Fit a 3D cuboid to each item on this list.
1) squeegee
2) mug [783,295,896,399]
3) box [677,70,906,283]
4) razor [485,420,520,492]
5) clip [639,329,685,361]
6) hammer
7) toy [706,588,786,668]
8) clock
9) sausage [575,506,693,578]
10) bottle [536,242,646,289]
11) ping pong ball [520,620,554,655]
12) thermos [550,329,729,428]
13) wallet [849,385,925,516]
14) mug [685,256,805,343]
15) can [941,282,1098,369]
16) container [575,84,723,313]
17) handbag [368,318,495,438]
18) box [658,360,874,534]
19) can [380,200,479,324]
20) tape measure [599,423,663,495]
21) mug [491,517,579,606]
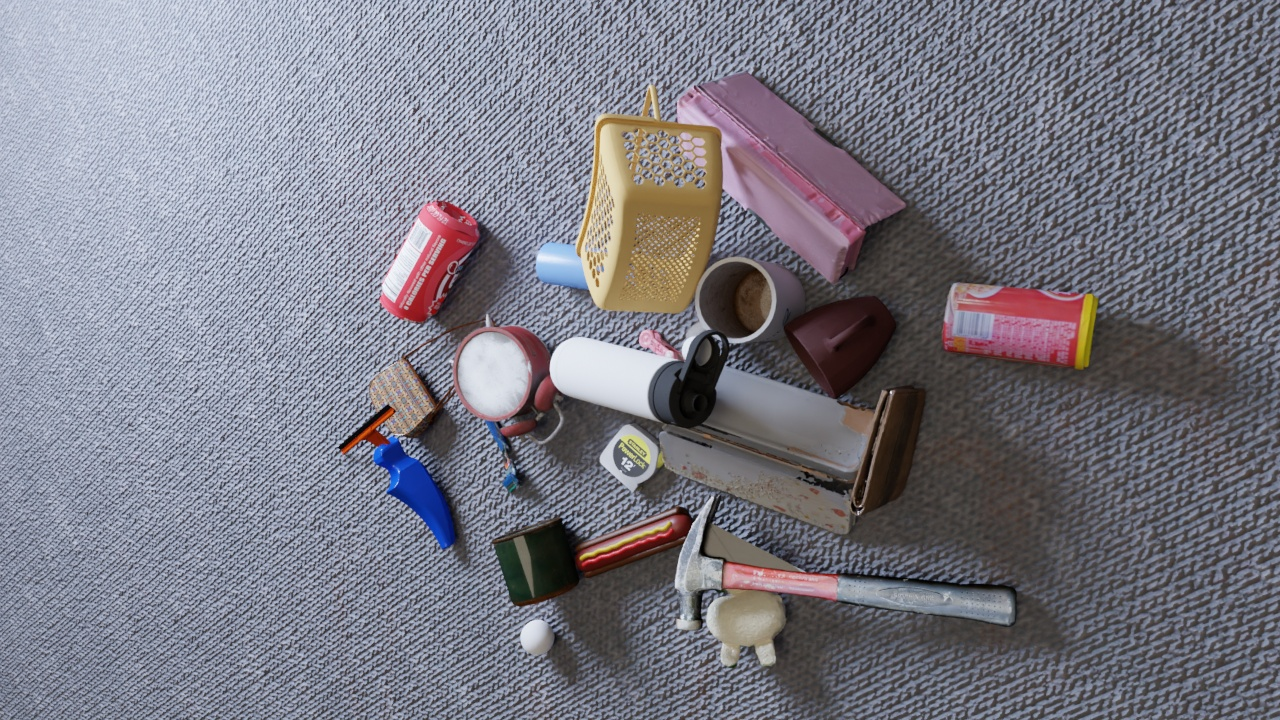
[{"bbox_3d":[-0.289,0.155,1.151,0.185,0.055,0.250,58,145,-2],"label":"squeegee"},{"bbox_3d":[0.199,-0.024,0.879,0.088,0.114,0.087,-34,82,1],"label":"mug"},{"bbox_3d":[0.152,-0.198,0.919,0.106,0.099,0.232,-41,70,-12],"label":"box"},{"bbox_3d":[-0.176,0.090,1.119,0.141,0.018,0.044,66,151,11],"label":"razor"},{"bbox_3d":[0.022,-0.012,1.006,0.060,0.044,0.023,34,104,7],"label":"clip"},{"bbox_3d":[0.196,0.215,0.907,0.327,0.036,0.140,3,82,18],"label":"hammer"},{"bbox_3d":[0.110,0.268,0.967,0.087,0.050,0.112,-19,69,22],"label":"toy"},{"bbox_3d":[-0.146,0.028,1.076,0.157,0.061,0.110,48,111,15],"label":"clock"},{"bbox_3d":[-0.009,0.205,1.029,0.156,0.040,0.040,-25,81,25],"label":"sausage"},{"bbox_3d":[-0.051,-0.102,1.030,0.131,0.048,0.048,10,97,26],"label":"bottle"},{"bbox_3d":[-0.122,0.330,1.092,0.040,0.040,0.040,1,93,27],"label":"ping pong ball"},{"bbox_3d":[-0.006,0.006,0.955,0.230,0.068,0.101,13,87,53],"label":"thermos"},{"bbox_3d":[0.235,0.082,0.868,0.027,0.098,0.121,19,101,32],"label":"wallet"},{"bbox_3d":[0.098,-0.050,0.930,0.120,0.096,0.083,-35,77,24],"label":"mug"},{"bbox_3d":[0.339,-0.032,0.826,0.124,0.066,0.067,8,96,26],"label":"can"},{"bbox_3d":[0.009,-0.159,0.925,0.184,0.129,0.166,104,163,-49],"label":"container"},{"bbox_3d":[-0.252,0.011,1.153,0.196,0.043,0.093,-40,71,14],"label":"handbag"},{"bbox_3d":[0.131,0.087,0.955,0.217,0.096,0.114,18,72,23],"label":"box"},{"bbox_3d":[-0.257,-0.120,1.118,0.074,0.074,0.143,40,109,19],"label":"can"},{"bbox_3d":[-0.008,0.110,1.036,0.064,0.016,0.065,40,109,19],"label":"tape measure"},{"bbox_3d":[-0.126,0.236,1.074,0.111,0.084,0.081,-26,81,60],"label":"mug"}]
